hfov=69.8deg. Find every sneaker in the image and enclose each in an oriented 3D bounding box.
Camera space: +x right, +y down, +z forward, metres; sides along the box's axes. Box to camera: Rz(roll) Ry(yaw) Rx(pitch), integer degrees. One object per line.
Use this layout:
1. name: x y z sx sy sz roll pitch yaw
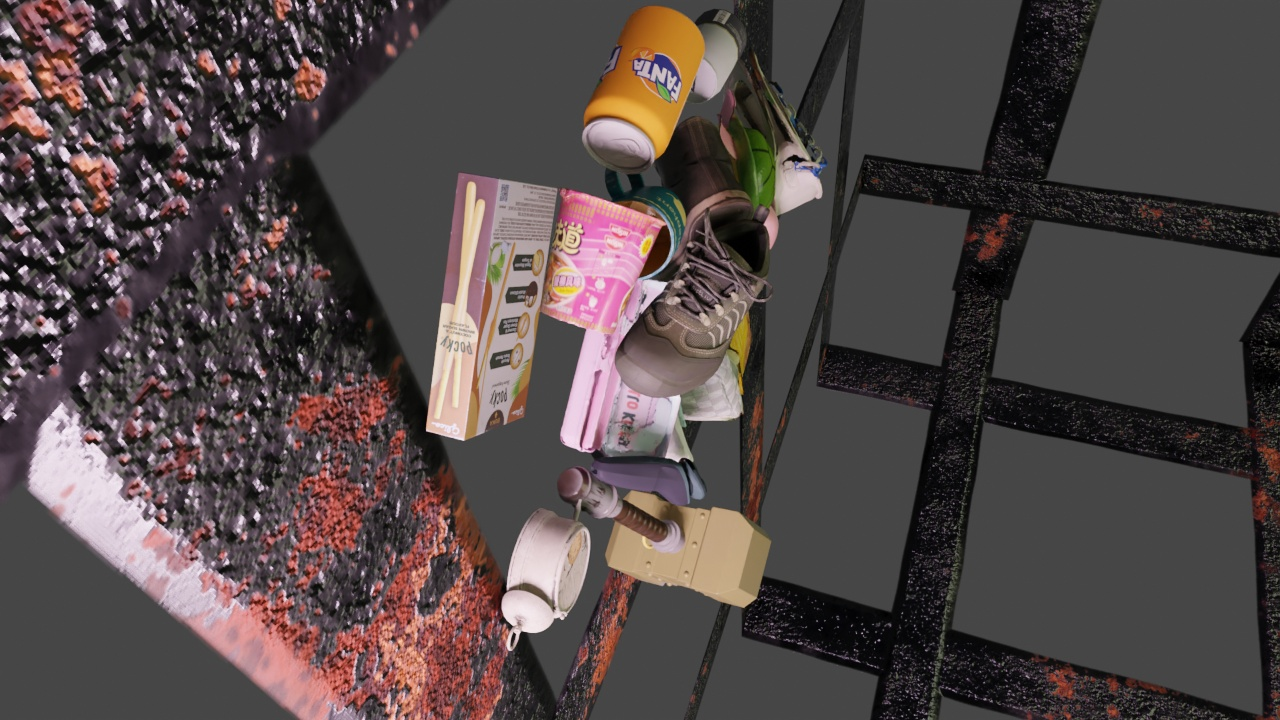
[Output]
1. sneaker: 0.054 -0.168 1.051 0.235 0.095 0.119 104 -30 -70
2. sneaker: 0.073 -0.069 0.902 0.237 0.101 0.143 -51 171 -37

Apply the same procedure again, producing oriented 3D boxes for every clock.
1. clock: -0.091 0.216 0.893 0.156 0.061 0.103 -62 158 -47

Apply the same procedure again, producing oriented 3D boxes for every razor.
1. razor: 0.008 0.123 0.967 0.142 0.047 0.052 11 97 -37

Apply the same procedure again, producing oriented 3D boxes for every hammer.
1. hammer: 0.003 0.189 1.064 0.325 0.191 0.100 41 62 -52

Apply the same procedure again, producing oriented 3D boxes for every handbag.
1. handbag: 0.075 0.014 1.219 0.171 0.113 0.123 58 38 -67
2. handbag: 0.173 -0.307 1.199 0.200 0.093 0.200 67 1 -58

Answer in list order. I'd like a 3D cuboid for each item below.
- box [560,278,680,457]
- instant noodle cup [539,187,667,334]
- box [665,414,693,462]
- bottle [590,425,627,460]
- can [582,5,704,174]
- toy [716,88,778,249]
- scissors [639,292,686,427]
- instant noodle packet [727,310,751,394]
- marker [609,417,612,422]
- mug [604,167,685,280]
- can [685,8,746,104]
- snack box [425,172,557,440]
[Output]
1. box: -0.017 0.004 0.980 0.149 0.073 0.201 20 82 -47
2. instant noodle cup: -0.039 -0.084 0.802 0.097 0.098 0.108 -4 113 -73
3. box: 0.011 0.083 1.093 0.107 0.076 0.102 64 6 -75
4. bottle: -0.027 0.109 1.052 0.112 0.047 0.047 63 42 -65
5. can: 0.003 -0.245 0.831 0.079 0.079 0.142 73 34 -59
6. toy: 0.122 -0.215 1.118 0.238 0.088 0.189 71 7 -48
7. scissors: 0.031 -0.002 1.087 0.078 0.033 0.175 18 60 -81
8. instant noodle packet: 0.134 -0.081 1.417 0.163 0.084 0.221 67 32 -63
9. marker: -0.020 0.080 1.108 0.146 0.017 0.017 49 55 -70
10. mug: -0.001 -0.147 0.913 0.112 0.085 0.104 66 23 -14
11. can: 0.072 -0.337 1.022 0.064 0.064 0.127 85 24 -45
12. snack box: -0.110 -0.042 0.690 0.101 0.032 0.186 -21 122 -71
